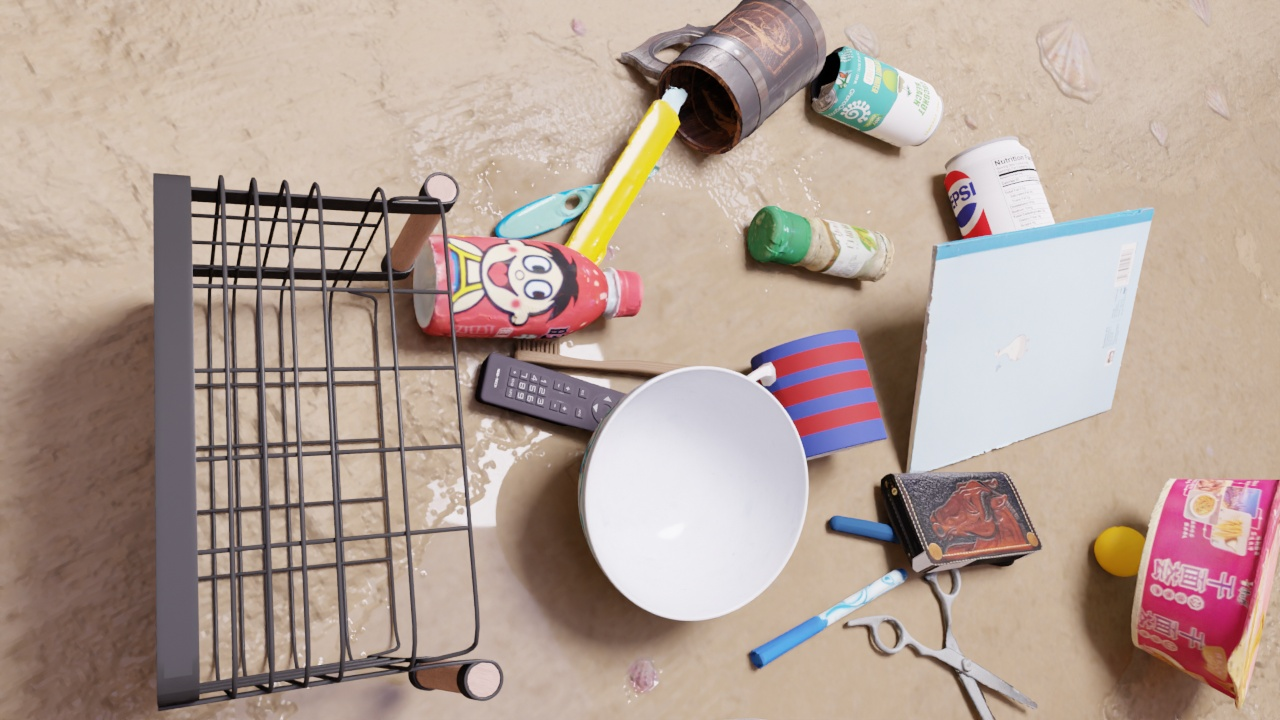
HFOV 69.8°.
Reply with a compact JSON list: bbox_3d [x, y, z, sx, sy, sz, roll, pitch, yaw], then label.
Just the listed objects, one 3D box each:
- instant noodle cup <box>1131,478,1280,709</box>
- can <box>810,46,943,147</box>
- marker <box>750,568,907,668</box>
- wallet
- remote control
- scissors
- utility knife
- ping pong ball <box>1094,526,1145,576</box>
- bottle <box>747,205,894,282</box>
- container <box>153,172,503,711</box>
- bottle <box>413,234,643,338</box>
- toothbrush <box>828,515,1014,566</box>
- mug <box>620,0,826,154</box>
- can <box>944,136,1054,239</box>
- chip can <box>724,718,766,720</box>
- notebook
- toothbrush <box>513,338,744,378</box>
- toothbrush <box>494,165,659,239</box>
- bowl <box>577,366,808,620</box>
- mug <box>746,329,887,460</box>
[{"bbox_3d":[0.436,0.166,0.707,0.178,0.078,0.179,-17,112,-48],"label":"instant noodle cup"},{"bbox_3d":[0.192,-0.212,0.746,0.101,0.055,0.054,15,68,-22],"label":"can"},{"bbox_3d":[0.132,0.172,0.623,0.141,0.013,0.013,-19,84,-30],"label":"marker"},{"bbox_3d":[0.237,0.116,0.678,0.123,0.020,0.072,2,59,-30],"label":"wallet"},{"bbox_3d":[-0.037,0.030,0.580,0.136,0.015,0.032,18,67,-24],"label":"remote control"},{"bbox_3d":[0.216,0.215,0.653,0.161,0.014,0.141,2,71,-26],"label":"scissors"},{"bbox_3d":[-0.010,-0.120,0.619,0.030,0.017,0.164,41,76,-40],"label":"utility knife"},{"bbox_3d":[0.389,0.154,0.742,0.040,0.040,0.040,8,71,-25],"label":"ping pong ball"},{"bbox_3d":[0.136,-0.085,0.686,0.111,0.043,0.043,8,71,-25],"label":"bottle"},{"bbox_3d":[-0.154,0.041,0.431,0.130,0.163,0.241,-1,75,-27],"label":"container"},{"bbox_3d":[-0.065,-0.043,0.562,0.137,0.062,0.062,0,75,-26],"label":"bottle"},{"bbox_3d":[0.209,0.132,0.673,0.167,0.014,0.014,15,57,-21],"label":"toothbrush"},{"bbox_3d":[0.060,-0.221,0.678,0.116,0.080,0.107,34,60,18],"label":"mug"},{"bbox_3d":[0.304,-0.112,0.763,0.070,0.070,0.132,-10,80,-29],"label":"can"},{"bbox_3d":[0.062,0.321,0.520,0.051,0.052,0.214,2,74,-26],"label":"chip can"},{"bbox_3d":[0.307,-0.019,0.716,0.252,0.009,0.181,-12,115,-29],"label":"notebook"},{"bbox_3d":[-0.004,0.004,0.605,0.166,0.016,0.016,7,72,-24],"label":"toothbrush"},{"bbox_3d":[-0.040,-0.109,0.619,0.135,0.017,0.022,-30,116,-31],"label":"toothbrush"},{"bbox_3d":[0.020,0.075,0.552,0.143,0.074,0.144,0,90,-25],"label":"bowl"},{"bbox_3d":[0.105,0.028,0.616,0.111,0.075,0.076,-8,78,-32],"label":"mug"}]
